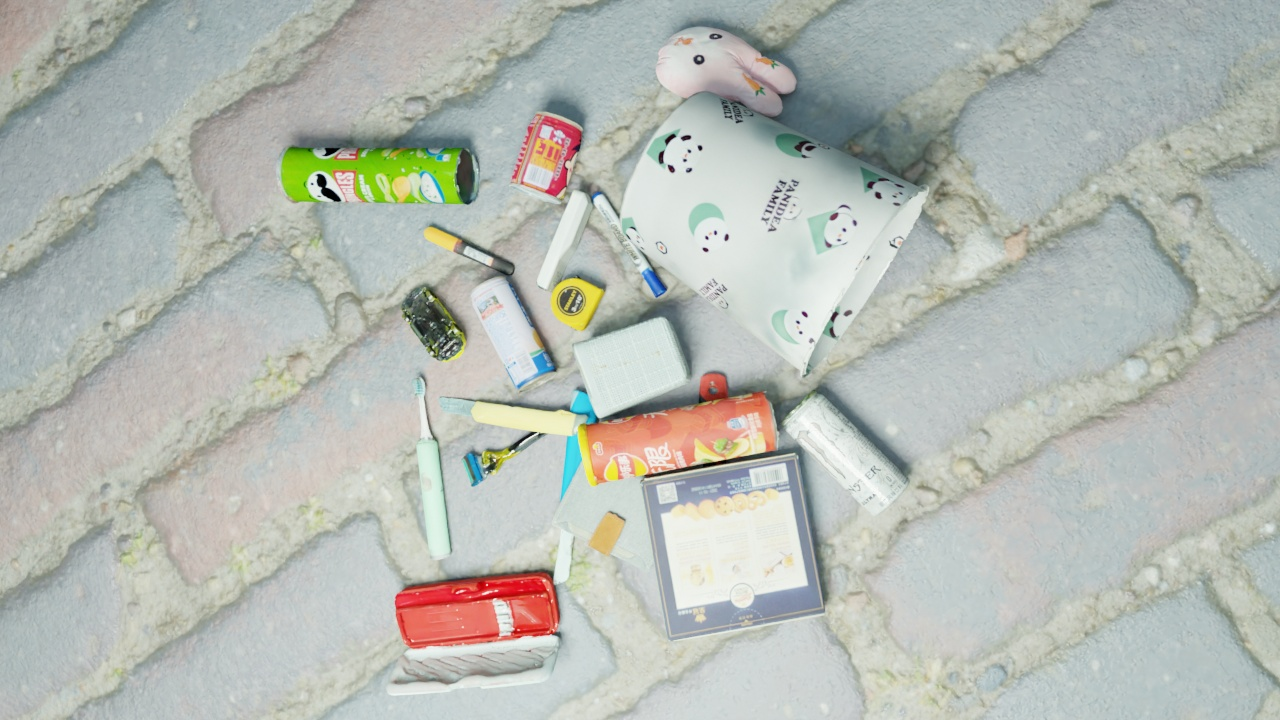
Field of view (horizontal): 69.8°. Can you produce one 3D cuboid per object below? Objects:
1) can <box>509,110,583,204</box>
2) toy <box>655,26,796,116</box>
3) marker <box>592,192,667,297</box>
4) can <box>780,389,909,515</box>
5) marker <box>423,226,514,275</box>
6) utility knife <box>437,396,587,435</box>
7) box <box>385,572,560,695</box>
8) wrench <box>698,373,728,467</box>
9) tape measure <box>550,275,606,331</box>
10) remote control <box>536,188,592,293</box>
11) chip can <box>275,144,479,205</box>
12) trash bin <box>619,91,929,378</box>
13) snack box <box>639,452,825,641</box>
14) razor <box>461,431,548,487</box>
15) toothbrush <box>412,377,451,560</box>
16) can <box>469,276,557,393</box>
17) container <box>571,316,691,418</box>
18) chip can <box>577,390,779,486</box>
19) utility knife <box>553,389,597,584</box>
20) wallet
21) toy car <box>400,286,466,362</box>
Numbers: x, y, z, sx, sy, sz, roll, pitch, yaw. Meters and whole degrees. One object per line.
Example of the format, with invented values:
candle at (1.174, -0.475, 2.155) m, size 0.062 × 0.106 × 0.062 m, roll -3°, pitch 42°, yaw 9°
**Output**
can at (-0.111, -0.240, 1.089) m, size 0.066 × 0.066 × 0.094 m, roll 19°, pitch 92°, yaw 10°
toy at (0.097, -0.330, 1.043) m, size 0.159 × 0.054 × 0.121 m, roll 22°, pitch 55°, yaw 9°
marker at (-0.014, -0.139, 1.093) m, size 0.017 × 0.017 × 0.145 m, roll -34°, pitch 83°, yaw 8°
can at (0.227, 0.102, 1.020) m, size 0.146 × 0.058 × 0.058 m, roll 45°, pitch 96°, yaw 8°
marker at (-0.211, -0.134, 1.132) m, size 0.124 × 0.015 × 0.018 m, roll 25°, pitch 94°, yaw 8°
utility knife at (-0.159, 0.065, 1.105) m, size 0.202 × 0.021 × 0.031 m, roll 8°, pitch 81°, yaw 14°
box at (-0.198, 0.321, 1.072) m, size 0.201 × 0.100 × 0.110 m, roll -8°, pitch 99°, yaw 10°
wrench at (0.082, 0.151, 1.068) m, size 0.056 × 0.016 × 0.273 m, roll 3°, pitch 89°, yaw 6°
tape measure at (-0.077, -0.070, 1.097) m, size 0.057 × 0.029 × 0.060 m, roll 27°, pitch 93°, yaw 9°
remote control at (-0.089, -0.141, 1.091) m, size 0.024 × 0.049 × 0.125 m, roll 23°, pitch 93°, yaw 7°
chip can at (-0.321, -0.227, 1.127) m, size 0.236 × 0.072 × 0.072 m, roll 3°, pitch 89°, yaw 10°
trash bin at (0.132, -0.144, 0.971) m, size 0.252 × 0.229 × 0.229 m, roll 35°, pitch 95°, yaw 15°
snack box at (0.102, 0.207, 1.031) m, size 0.178 × 0.046 × 0.182 m, roll -9°, pitch 87°, yaw -1°
razor at (-0.148, 0.102, 1.110) m, size 0.143 × 0.022 × 0.042 m, roll -31°, pitch 61°, yaw 3°
toothbrush at (-0.258, 0.132, 1.126) m, size 0.026 × 0.027 × 0.224 m, roll -8°, pitch 87°, yaw 16°
can at (-0.153, -0.031, 1.097) m, size 0.053 × 0.053 × 0.134 m, roll -29°, pitch 83°, yaw 8°
container at (-0.006, 0.006, 1.053) m, size 0.111 × 0.090 × 0.090 m, roll -20°, pitch 85°, yaw 6°
chip can at (0.042, 0.087, 1.025) m, size 0.216 × 0.073 × 0.073 m, roll -10°, pitch 86°, yaw 0°
utility knife at (-0.081, 0.153, 1.096) m, size 0.034 × 0.018 × 0.234 m, roll 8°, pitch 90°, yaw -3°
wallet at (-0.026, 0.176, 1.070) m, size 0.130 × 0.037 × 0.106 m, roll 27°, pitch 91°, yaw 2°
toy car at (-0.253, -0.044, 1.129) m, size 0.048 × 0.032 × 0.105 m, roll -43°, pitch 70°, yaw 7°
